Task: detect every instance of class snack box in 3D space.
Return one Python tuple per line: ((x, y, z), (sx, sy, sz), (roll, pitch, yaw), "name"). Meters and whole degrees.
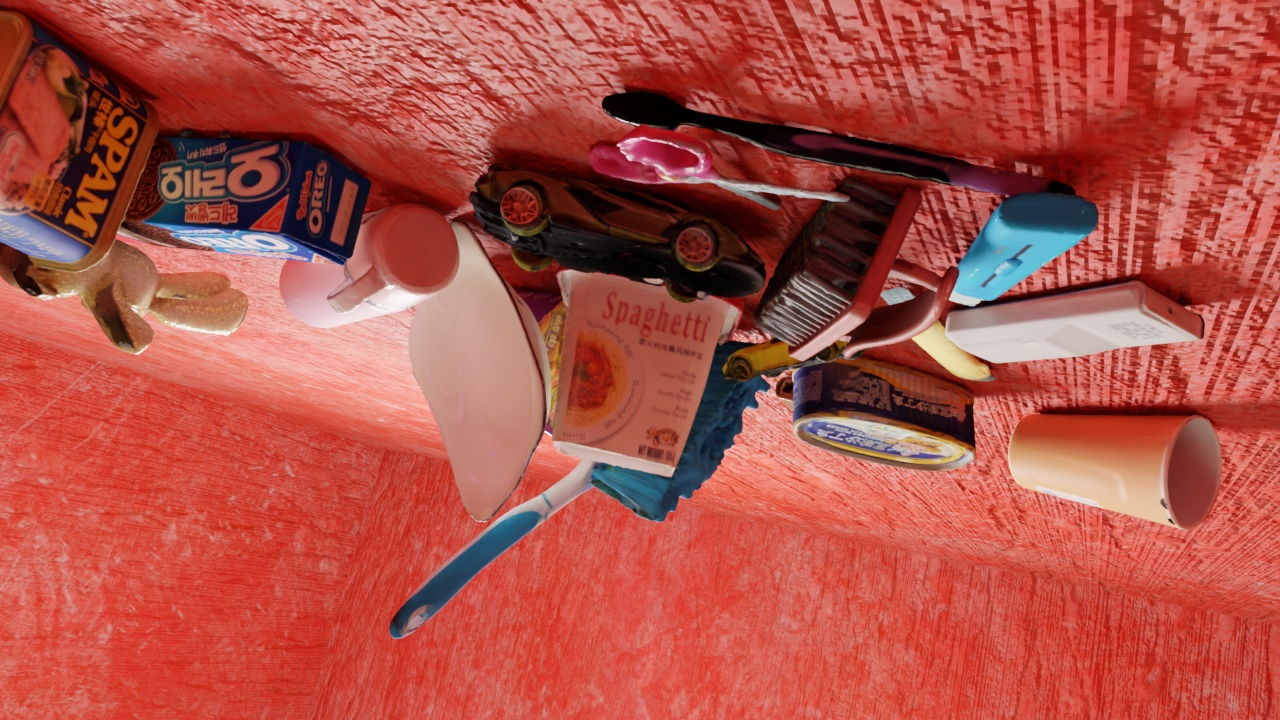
((-0.264, -0.099, 0.550), (0.208, 0.058, 0.057), (8, 170, 24), "snack box")

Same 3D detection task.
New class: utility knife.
((0.183, -0.012, 0.563), (0.031, 0.019, 0.183), (-1, 168, 35), "utility knife")
((0.164, -0.043, 0.421), (0.034, 0.018, 0.182), (10, 175, 10), "utility knife")

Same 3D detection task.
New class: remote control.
((0.222, -0.017, 0.485), (0.049, 0.024, 0.125), (18, 166, -26), "remote control")

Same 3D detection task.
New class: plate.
((-0.100, 0.008, 0.603), (0.034, 0.164, 0.164), (-9, 151, -34), "plate")

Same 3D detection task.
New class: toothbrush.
((0.077, -0.083, 0.365), (0.189, 0.014, 0.017), (12, 176, 4), "toothbrush")

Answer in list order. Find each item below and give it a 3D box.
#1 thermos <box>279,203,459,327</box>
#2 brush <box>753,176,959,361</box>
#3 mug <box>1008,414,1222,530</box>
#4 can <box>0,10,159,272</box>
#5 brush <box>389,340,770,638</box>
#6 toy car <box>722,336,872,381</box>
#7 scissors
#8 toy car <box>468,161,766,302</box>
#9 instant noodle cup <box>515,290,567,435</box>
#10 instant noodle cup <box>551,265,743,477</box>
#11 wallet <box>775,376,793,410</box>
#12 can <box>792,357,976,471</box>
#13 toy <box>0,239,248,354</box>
((-0.191, -0.055, 0.614), (0.199, 0.087, 0.067), (-2, 128, 55), "thermos")
((0.102, -0.031, 0.455), (0.069, 0.063, 0.146), (27, 169, 1), "brush")
((0.338, 0.074, 0.666), (0.078, 0.078, 0.123), (21, 170, -33), "mug")
((-0.301, -0.106, 0.453), (0.057, 0.102, 0.083), (10, 166, 17), "can")
((-0.030, 0.087, 0.634), (0.109, 0.313, 0.061), (25, 150, 27), "brush")
((0.101, -0.008, 0.598), (0.105, 0.032, 0.048), (-17, 173, 34), "toy car")
((0.025, -0.080, 0.393), (0.134, 0.017, 0.133), (15, -176, 35), "scissors")
((-0.011, -0.064, 0.476), (0.158, 0.042, 0.070), (15, 168, -1), "toy car")
((-0.079, -0.006, 0.688), (0.099, 0.111, 0.111), (16, 172, 36), "instant noodle cup")
((-0.003, 0.003, 0.579), (0.116, 0.124, 0.117), (13, 169, 3), "instant noodle cup")
((0.178, 0.044, 0.800), (0.090, 0.033, 0.115), (6, 163, 33), "wallet")
((0.184, 0.042, 0.689), (0.148, 0.049, 0.075), (14, 152, -16), "can")
((-0.312, -0.050, 0.565), (0.105, 0.066, 0.157), (54, -169, 21), "toy")
